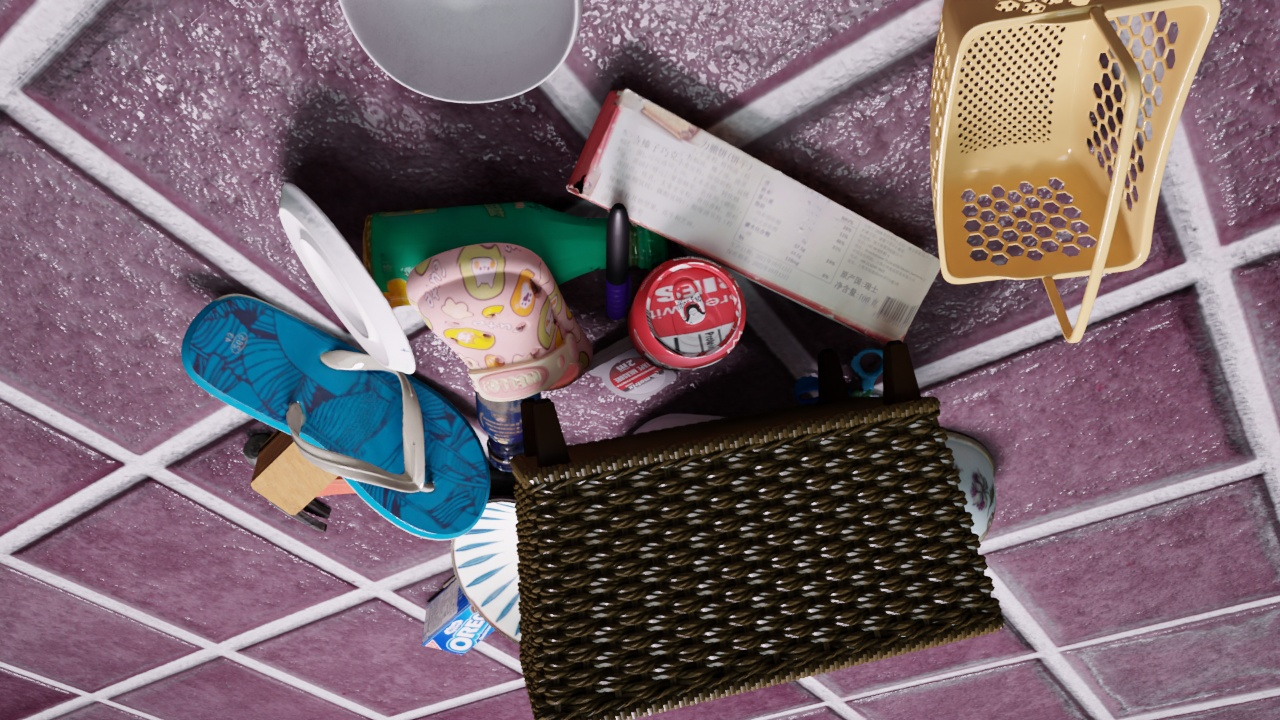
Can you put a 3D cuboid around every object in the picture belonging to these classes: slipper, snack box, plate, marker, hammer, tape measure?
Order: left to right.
[{"bbox_3d":[-0.210,-0.053,0.647,0.014,0.157,0.157,-36,142,-21],"label":"plate"},{"bbox_3d":[-0.235,0.047,0.768,0.295,0.118,0.060,38,154,-25],"label":"slipper"},{"bbox_3d":[-0.210,0.124,0.916,0.333,0.033,0.133,-1,136,1],"label":"hammer"},{"bbox_3d":[-0.178,0.270,1.058,0.059,0.059,0.227,24,133,-28],"label":"snack box"},{"bbox_3d":[-0.091,-0.007,0.632,0.093,0.081,0.197,-11,156,11],"label":"slipper"},{"bbox_3d":[-0.015,-0.065,0.622,0.018,0.015,0.134,-37,161,-19],"label":"marker"},{"bbox_3d":[-0.004,0.005,0.783,0.060,0.020,0.062,-28,131,29],"label":"tape measure"},{"bbox_3d":[0.084,-0.092,0.638,0.272,0.044,0.077,22,99,-23],"label":"snack box"}]

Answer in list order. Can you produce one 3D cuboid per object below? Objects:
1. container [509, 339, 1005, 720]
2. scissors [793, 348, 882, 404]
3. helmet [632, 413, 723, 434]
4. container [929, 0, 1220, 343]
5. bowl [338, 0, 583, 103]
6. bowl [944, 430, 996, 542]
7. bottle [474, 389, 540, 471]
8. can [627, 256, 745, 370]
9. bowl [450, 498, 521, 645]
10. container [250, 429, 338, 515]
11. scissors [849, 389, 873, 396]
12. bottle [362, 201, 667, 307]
[{"bbox_3d":[0.062,0.110,0.670,0.320,0.205,0.176,-9,180,-11],"label":"container"},{"bbox_3d":[0.191,0.035,0.821,0.104,0.015,0.133,-20,140,19],"label":"scissors"},{"bbox_3d":[0.066,0.184,0.895,0.224,0.183,0.283,14,152,2],"label":"helmet"},{"bbox_3d":[0.236,-0.122,0.527,0.129,0.166,0.184,-6,138,8],"label":"container"},{"bbox_3d":[-0.097,-0.216,0.507,0.132,0.064,0.132,1,138,1],"label":"bowl"},{"bbox_3d":[0.269,0.151,0.885,0.160,0.093,0.160,1,138,1],"label":"bowl"},{"bbox_3d":[-0.115,0.036,0.794,0.056,0.056,0.161,4,138,-3],"label":"bottle"},{"bbox_3d":[0.030,-0.030,0.658,0.074,0.074,0.142,4,178,-3],"label":"can"},{"bbox_3d":[-0.097,0.201,0.920,0.177,0.070,0.177,11,117,23],"label":"bowl"},{"bbox_3d":[-0.296,0.083,0.824,0.114,0.061,0.063,-40,113,18],"label":"container"},{"bbox_3d":[0.189,0.058,0.829,0.070,0.014,0.131,9,148,-9],"label":"scissors"},{"bbox_3d":[-0.086,-0.079,0.656,0.209,0.068,0.068,-5,138,-4],"label":"bottle"}]
